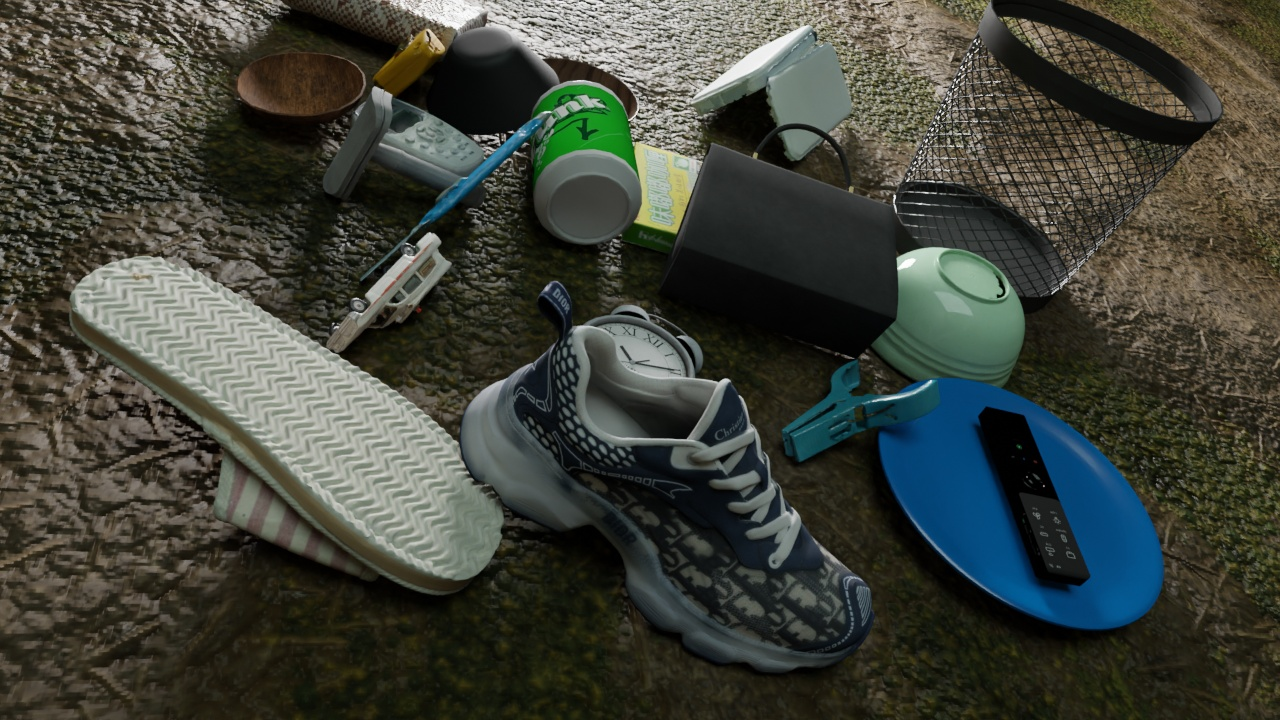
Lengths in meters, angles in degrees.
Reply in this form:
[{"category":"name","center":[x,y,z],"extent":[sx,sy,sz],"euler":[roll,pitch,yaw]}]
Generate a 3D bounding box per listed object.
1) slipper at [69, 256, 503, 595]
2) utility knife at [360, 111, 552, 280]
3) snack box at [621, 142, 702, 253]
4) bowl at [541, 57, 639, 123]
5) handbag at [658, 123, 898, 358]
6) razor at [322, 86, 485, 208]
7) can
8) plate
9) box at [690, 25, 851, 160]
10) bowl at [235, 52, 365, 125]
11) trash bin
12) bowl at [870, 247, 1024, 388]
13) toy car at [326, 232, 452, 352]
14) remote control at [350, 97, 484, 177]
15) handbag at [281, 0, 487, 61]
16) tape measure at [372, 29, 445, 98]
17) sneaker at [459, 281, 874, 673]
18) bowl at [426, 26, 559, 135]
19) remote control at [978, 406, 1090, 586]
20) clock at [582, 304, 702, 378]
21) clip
[{"category":"slipper","center":[-0.196,0.041,0.508],"extent":[0.263,0.052,0.114],"euler":[37,31,-3]},{"category":"utility knife","center":[-0.140,-0.129,0.703],"extent":[0.015,0.031,0.219],"euler":[49,58,-20]},{"category":"snack box","center":[0.069,-0.134,0.835],"extent":[0.168,0.027,0.131],"euler":[14,43,-9]},{"category":"bowl","center":[-0.063,-0.249,0.894],"extent":[0.119,0.032,0.119],"euler":[12,42,-12]},{"category":"handbag","center":[0.128,-0.126,0.772],"extent":[0.175,0.072,0.195],"euler":[18,61,-5]},{"category":"razor","center":[-0.176,-0.150,0.723],"extent":[0.116,0.088,0.047],"euler":[20,37,-33]},{"category":"can","center":[-0.048,-0.168,0.774],"extent":[0.087,0.088,0.139],"euler":[8,44,-16]},{"category":"plate","center":[0.275,0.102,0.681],"extent":[0.224,0.024,0.223],"euler":[12,42,-12]},{"category":"box","center":[0.147,-0.293,1.030],"extent":[0.209,0.105,0.129],"euler":[-42,112,-49]},{"category":"bowl","center":[-0.283,-0.222,0.770],"extent":[0.102,0.026,0.114],"euler":[-1,43,-11]},{"category":"trash bin","center":[0.373,-0.191,0.877],"extent":[0.217,0.228,0.217],"euler":[12,42,-12]},{"category":"bowl","center":[0.270,-0.046,0.796],"extent":[0.151,0.077,0.150],"euler":[12,43,-11]},{"category":"toy car","center":[-0.169,-0.044,0.631],"extent":[0.039,0.039,0.112],"euler":[40,40,-13]},{"category":"remote control","center":[-0.187,-0.184,0.775],"extent":[0.114,0.028,0.060],"euler":[30,41,9]},{"category":"handbag","center":[-0.254,-0.349,0.906],"extent":[0.186,0.047,0.123],"euler":[20,33,-3]},{"category":"tape measure","center":[-0.207,-0.275,0.833],"extent":[0.030,0.068,0.058],"euler":[47,27,-28]},{"category":"sneaker","center":[0.033,0.068,0.519],"extent":[0.269,0.133,0.103],"euler":[35,40,0]},{"category":"bowl","center":[-0.138,-0.264,0.829],"extent":[0.124,0.053,0.123],"euler":[-2,52,3]},{"category":"remote control","center":[0.281,0.093,0.661],"extent":[0.034,0.013,0.149],"euler":[12,42,-12]},{"category":"clock","center":[-0.004,0.004,0.653],"extent":[0.094,0.035,0.122],"euler":[31,43,9]},{"category":"clip","center":[0.158,0.029,0.692],"extent":[0.122,0.033,0.120],"euler":[-14,26,4]}]
